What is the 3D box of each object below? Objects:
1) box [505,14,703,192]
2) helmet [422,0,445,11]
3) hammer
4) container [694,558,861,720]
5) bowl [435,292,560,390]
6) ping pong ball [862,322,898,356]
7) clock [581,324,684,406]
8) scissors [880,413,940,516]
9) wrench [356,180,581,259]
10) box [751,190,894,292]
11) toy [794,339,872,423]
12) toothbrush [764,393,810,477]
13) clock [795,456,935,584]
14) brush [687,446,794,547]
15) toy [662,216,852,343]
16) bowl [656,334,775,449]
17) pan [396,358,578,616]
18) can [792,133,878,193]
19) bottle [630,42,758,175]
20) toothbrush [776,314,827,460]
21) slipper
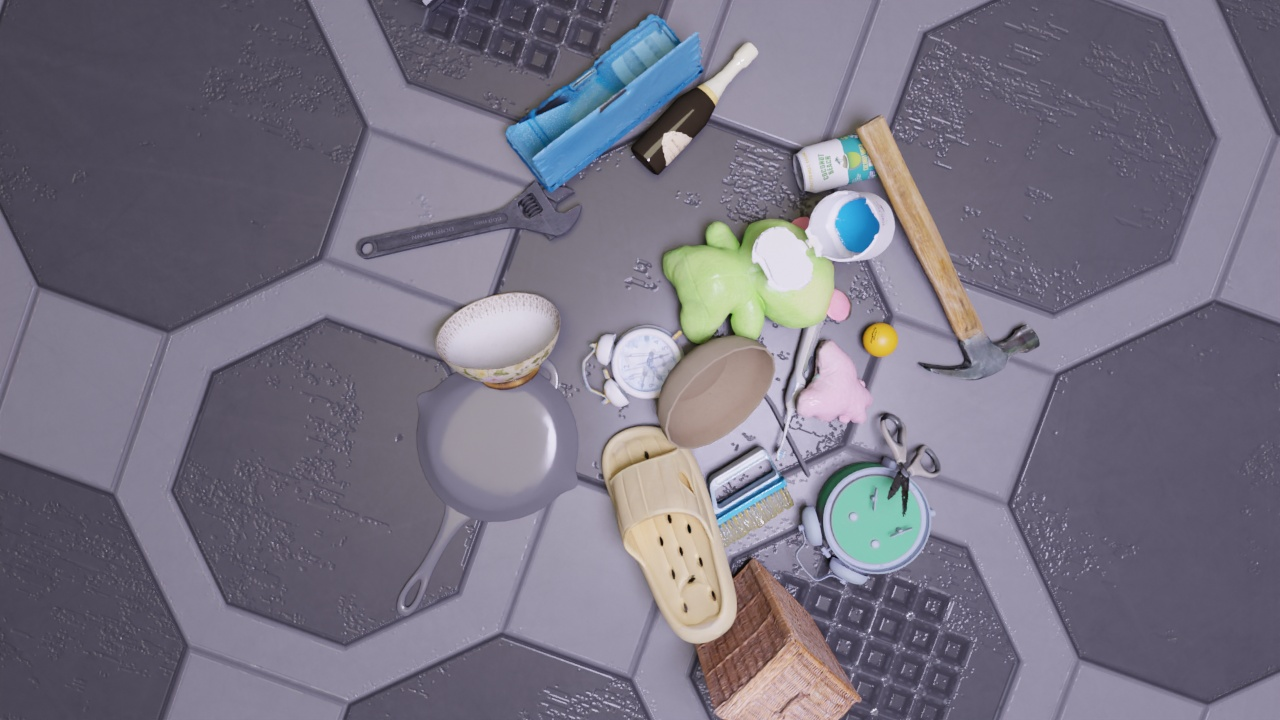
[{"bbox_3d":[-0.046,-0.304,1.030,0.231,0.112,0.094,-37,82,-1],"label":"box"},{"bbox_3d":[-0.155,-0.495,1.021,0.255,0.131,0.205,-38,60,7],"label":"helmet"},{"bbox_3d":[0.331,-0.124,1.051,0.132,0.033,0.330,-29,102,5],"label":"hammer"},{"bbox_3d":[0.142,0.328,1.012,0.112,0.198,0.114,43,96,-13],"label":"container"},{"bbox_3d":[-0.157,-0.013,1.056,0.145,0.145,0.063,-11,129,1],"label":"bowl"},{"bbox_3d":[0.282,-0.024,1.078,0.040,0.040,0.040,0,92,0],"label":"ping pong ball"},{"bbox_3d":[-0.006,0.006,1.078,0.125,0.052,0.089,-14,93,4],"label":"clock"},{"bbox_3d":[0.294,0.114,1.039,0.013,0.164,0.150,-47,56,34],"label":"scissors"},{"bbox_3d":[-0.204,-0.158,1.088,0.273,0.018,0.073,-12,82,2],"label":"wrench"},{"bbox_3d":[0.199,-0.128,0.986,0.137,0.146,0.084,-24,87,24],"label":"box"},{"bbox_3d":[0.232,0.037,1.074,0.096,0.053,0.099,32,72,-19],"label":"toy"},{"bbox_3d":[0.162,0.065,1.096,0.013,0.013,0.167,-27,91,-7],"label":"toothbrush"},{"bbox_3d":[0.254,0.194,1.067,0.161,0.075,0.122,-39,91,2],"label":"clock"},{"bbox_3d":[0.106,0.167,1.077,0.136,0.055,0.075,-32,96,2],"label":"brush"},{"bbox_3d":[0.131,-0.096,1.048,0.197,0.107,0.150,-18,78,5],"label":"toy"},{"bbox_3d":[0.078,0.028,1.043,0.152,0.152,0.050,-42,55,1],"label":"bowl"},{"bbox_3d":[-0.203,0.152,1.096,0.216,0.024,0.354,29,92,0],"label":"pan"},{"bbox_3d":[0.233,-0.231,1.065,0.101,0.055,0.055,-14,91,1],"label":"can"},{"bbox_3d":[0.068,-0.298,1.069,0.045,0.045,0.184,44,92,-1],"label":"bottle"},{"bbox_3d":[0.185,0.028,1.084,0.024,0.022,0.185,14,86,29],"label":"toothbrush"},{"bbox_3d":[0.031,0.185,1.028,0.111,0.079,0.261,-25,69,6],"label":"slipper"}]
